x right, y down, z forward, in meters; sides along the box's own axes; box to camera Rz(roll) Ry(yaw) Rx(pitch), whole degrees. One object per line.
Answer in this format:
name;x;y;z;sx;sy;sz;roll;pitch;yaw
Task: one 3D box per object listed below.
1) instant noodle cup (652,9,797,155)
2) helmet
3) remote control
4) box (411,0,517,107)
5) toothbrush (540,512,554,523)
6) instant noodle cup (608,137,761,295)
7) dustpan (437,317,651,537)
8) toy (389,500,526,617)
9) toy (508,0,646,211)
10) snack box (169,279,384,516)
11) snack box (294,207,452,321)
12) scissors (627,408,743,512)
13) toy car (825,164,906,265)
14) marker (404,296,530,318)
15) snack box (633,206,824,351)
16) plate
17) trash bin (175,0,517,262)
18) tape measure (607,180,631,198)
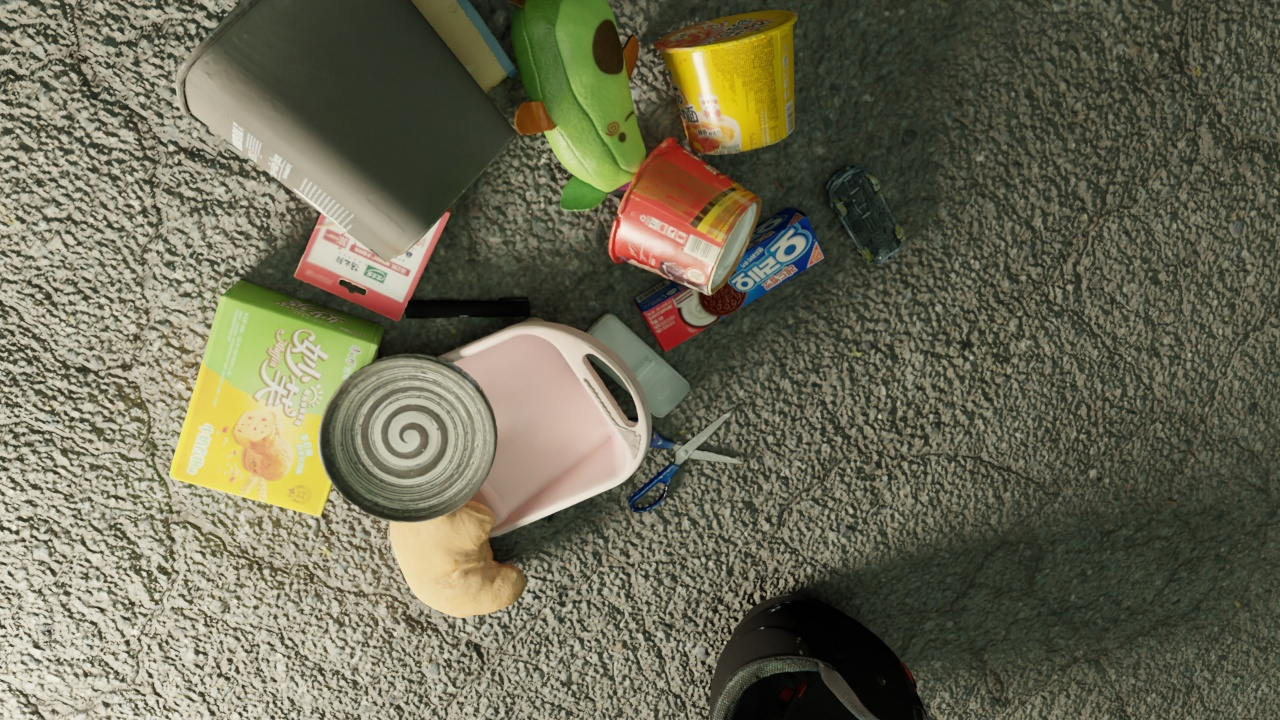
instant noodle cup;0.092;-0.273;0.907;0.138;0.138;0.110;-16;119;-5
helmet;0.211;0.415;1.099;0.274;0.229;0.234;37;113;-18
remote control;-0.006;0.006;1.035;0.136;0.020;0.056;41;96;-19
box;-0.184;-0.321;0.861;0.059;0.089;0.184;-38;113;2
toothbrush;-0.092;0.102;1.055;0.016;0.014;0.189;8;106;-19
instant noodle cup;0.048;-0.135;0.918;0.108;0.137;0.138;30;102;13
dustpan;-0.129;0.070;0.963;0.273;0.138;0.222;-35;107;4
toy;-0.218;0.189;1.019;0.143;0.082;0.226;-14;111;15
toy;-0.060;-0.268;0.857;0.226;0.090;0.247;-45;121;-41
snack box;-0.376;0.042;0.955;0.157;0.070;0.210;19;104;-15
snack box;-0.270;-0.122;0.933;0.113;0.044;0.127;25;101;-17
scissors;0.038;0.111;1.082;0.162;0.012;0.176;34;99;-18
toy car;0.250;-0.160;1.019;0.054;0.036;0.120;-38;120;3
marker;-0.185;-0.057;0.983;0.132;0.020;0.022;-1;100;-10
snack box;0.096;-0.091;1.003;0.207;0.057;0.058;-31;113;0
plate;-0.237;0.079;0.945;0.179;0.024;0.179;-2;102;-11
trash bin;-0.250;-0.217;0.806;0.220;0.199;0.198;45;75;-19
tape measure;-0.024;-0.202;0.954;0.057;0.039;0.058;-40;115;4
